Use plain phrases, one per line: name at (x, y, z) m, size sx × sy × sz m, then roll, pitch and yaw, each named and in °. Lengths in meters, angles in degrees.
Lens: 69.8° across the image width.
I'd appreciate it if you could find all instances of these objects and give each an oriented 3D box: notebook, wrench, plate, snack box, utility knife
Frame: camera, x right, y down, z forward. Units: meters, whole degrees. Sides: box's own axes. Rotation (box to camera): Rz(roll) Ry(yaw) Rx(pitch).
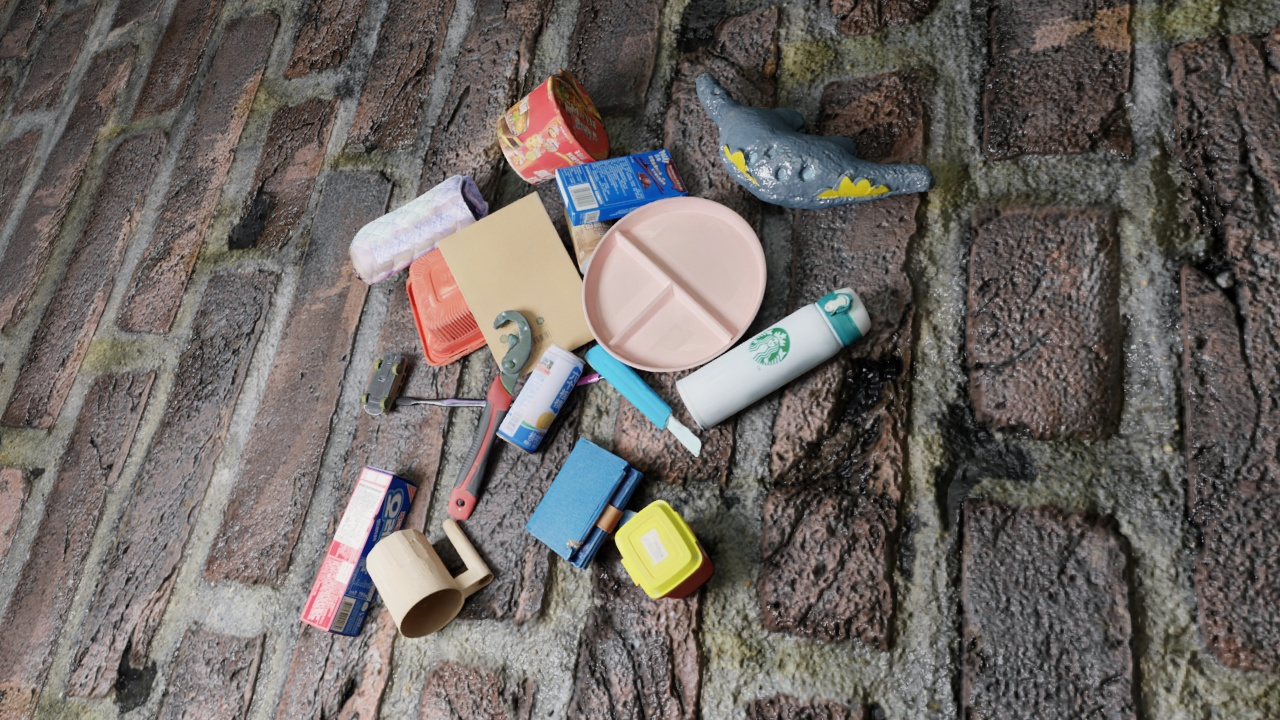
notebook at (-0.153, -0.095, 1.187) m, size 0.148 × 0.008 × 0.207 m, roll -28°, pitch 86°, yaw 1°
wrench at (-0.191, 0.069, 1.166) m, size 0.056 × 0.016 × 0.273 m, roll 15°, pitch 86°, yaw 4°
plate at (0.041, -0.091, 1.111) m, size 0.230 × 0.028 × 0.229 m, roll -7°, pitch 69°, yaw 17°
snack box at (-0.025, -0.228, 1.204) m, size 0.157 × 0.026 × 0.084 m, roll -13°, pitch 59°, yaw -13°
snack box at (-0.356, 0.242, 1.171) m, size 0.058 × 0.057 × 0.207 m, roll 10°, pitch 73°, yaw 31°
snack box at (0.028, 0.210, 0.991) m, size 0.082 × 0.080 × 0.091 m, roll -38°, pitch 58°, yaw 4°
utility knife at (0.005, 0.046, 1.107) m, size 0.199 × 0.018 × 0.034 m, roll 43°, pitch 100°, yaw 27°

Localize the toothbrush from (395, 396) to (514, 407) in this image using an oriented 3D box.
toothbrush at (-0.248, 0.057, 1.231) m, size 0.189 × 0.016 × 0.014 m, roll 0°, pitch 79°, yaw 22°

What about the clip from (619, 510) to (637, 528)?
clip at (0.003, 0.185, 1.053) m, size 0.057 × 0.031 × 0.025 m, roll -4°, pitch 64°, yaw 33°

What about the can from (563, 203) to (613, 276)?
can at (-0.063, -0.167, 1.215) m, size 0.058 × 0.058 × 0.116 m, roll -25°, pitch 60°, yaw 13°

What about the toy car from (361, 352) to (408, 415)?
toy car at (-0.352, 0.035, 1.274) m, size 0.042 × 0.035 × 0.090 m, roll 9°, pitch 72°, yaw 30°

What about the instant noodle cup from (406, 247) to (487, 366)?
instant noodle cup at (-0.238, -0.099, 1.255) m, size 0.189 × 0.079 × 0.164 m, roll -27°, pitch 63°, yaw 6°

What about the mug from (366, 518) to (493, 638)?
mug at (-0.256, 0.257, 1.111) m, size 0.124 × 0.084 × 0.103 m, roll -31°, pitch 53°, yaw -19°

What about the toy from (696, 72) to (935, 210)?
toy at (0.177, -0.257, 1.126) m, size 0.356 × 0.091 × 0.137 m, roll 37°, pitch 74°, yaw 31°

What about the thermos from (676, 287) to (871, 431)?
thermos at (0.151, -0.005, 1.034) m, size 0.224 × 0.073 × 0.073 m, roll -31°, pitch 58°, yaw 9°

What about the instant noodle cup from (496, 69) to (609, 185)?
instant noodle cup at (-0.124, -0.313, 1.273) m, size 0.109 × 0.138 × 0.137 m, roll -24°, pitch 59°, yaw 24°

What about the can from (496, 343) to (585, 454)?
can at (-0.123, 0.047, 1.146) m, size 0.053 × 0.053 × 0.134 m, roll 28°, pitch 84°, yaw 32°

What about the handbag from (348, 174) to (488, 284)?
handbag at (-0.315, -0.189, 1.303) m, size 0.194 × 0.075 × 0.134 m, roll -28°, pitch 25°, yaw 10°

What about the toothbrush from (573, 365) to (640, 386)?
toothbrush at (-0.007, 0.007, 1.137) m, size 0.189 × 0.018 × 0.014 m, roll -15°, pitch 64°, yaw 20°

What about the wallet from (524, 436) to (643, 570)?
wallet at (-0.067, 0.166, 1.080) m, size 0.106 × 0.040 × 0.133 m, roll 25°, pitch 81°, yaw 42°
